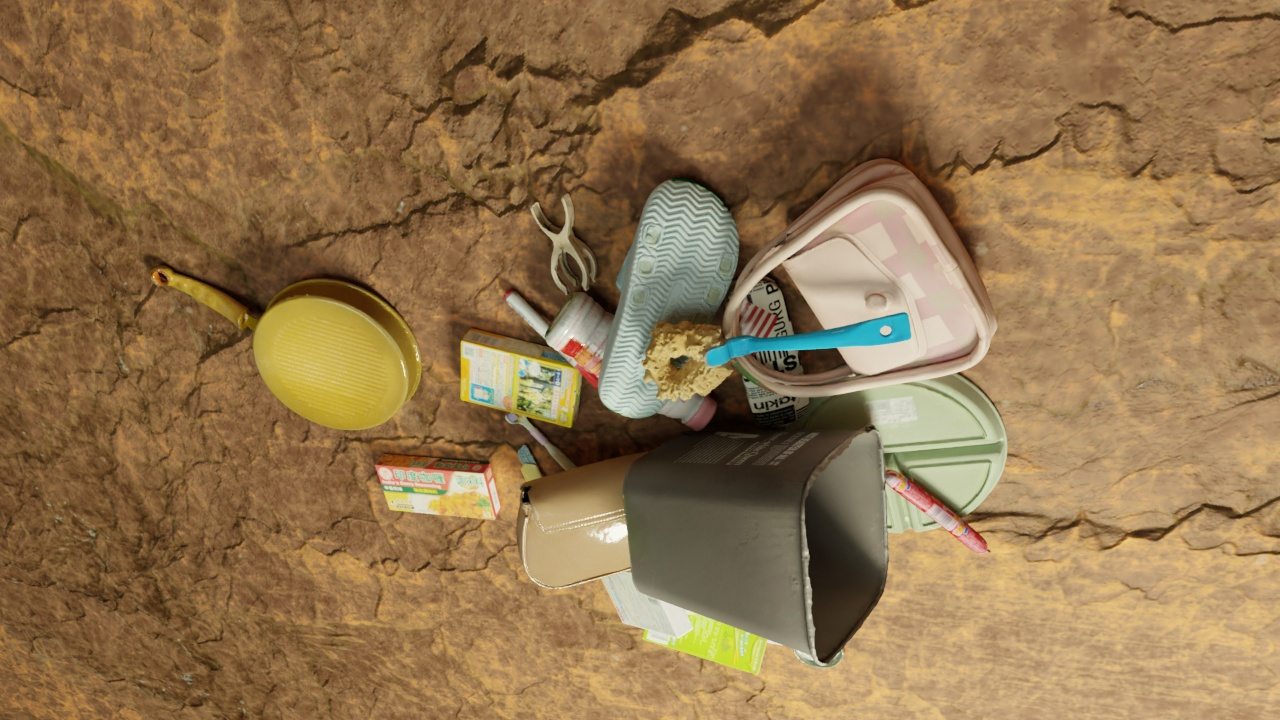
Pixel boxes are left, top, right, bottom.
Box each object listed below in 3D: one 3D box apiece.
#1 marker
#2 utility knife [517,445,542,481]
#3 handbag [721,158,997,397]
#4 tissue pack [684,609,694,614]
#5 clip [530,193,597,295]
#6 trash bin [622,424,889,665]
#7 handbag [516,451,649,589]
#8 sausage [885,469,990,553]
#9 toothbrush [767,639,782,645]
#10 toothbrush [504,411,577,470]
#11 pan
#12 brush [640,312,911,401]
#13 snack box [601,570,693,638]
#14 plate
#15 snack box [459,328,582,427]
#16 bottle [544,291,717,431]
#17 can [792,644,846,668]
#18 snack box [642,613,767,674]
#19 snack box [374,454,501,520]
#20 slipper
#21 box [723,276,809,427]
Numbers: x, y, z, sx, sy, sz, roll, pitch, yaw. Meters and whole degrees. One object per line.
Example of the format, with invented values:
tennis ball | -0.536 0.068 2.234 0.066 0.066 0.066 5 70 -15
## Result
marker | -0.094 -0.024 1.003 0.145 0.017 0.017 44 125 1
utility knife | -0.118 0.180 1.162 0.031 0.019 0.177 -13 121 20
handbag | 0.186 -0.052 0.849 0.235 0.093 0.193 -28 109 25
tissue pack | 0.080 0.254 1.109 0.140 0.063 0.090 -22 95 29
clip | -0.067 -0.120 0.938 0.076 0.034 0.104 0 115 20
trash bin | 0.117 0.166 0.939 0.220 0.198 0.199 4 106 35
handbag | -0.045 0.179 1.067 0.204 0.099 0.148 -13 125 -6
sausage | 0.314 0.159 0.974 0.156 0.020 0.020 37 126 -9
toothbrush | 0.119 0.356 1.205 0.189 0.021 0.029 5 83 13
toothbrush | -0.092 0.124 1.117 0.189 0.029 0.020 48 166 -17
pan | -0.436 -0.036 1.105 0.357 0.078 0.198 18 124 -2
brush | 0.115 -0.012 0.836 0.255 0.045 0.083 -8 108 23
snack box | 0.002 0.291 1.131 0.157 0.026 0.084 -17 99 63
plate | 0.268 0.099 0.978 0.230 0.027 0.231 8 125 12
snack box | -0.137 0.020 1.054 0.140 0.033 0.087 15 126 10
bottle | -0.006 0.006 0.982 0.197 0.068 0.068 34 126 -11
can | 0.208 0.272 1.039 0.058 0.147 0.058 8 125 12
snack box | 0.087 0.341 1.183 0.156 0.026 0.086 14 106 9
snack box | -0.262 0.164 1.193 0.156 0.026 0.077 2 122 16
slipper | 0.022 -0.059 0.913 0.104 0.074 0.246 15 108 -14
box | 0.131 -0.014 0.942 0.075 0.076 0.164 -18 112 6
